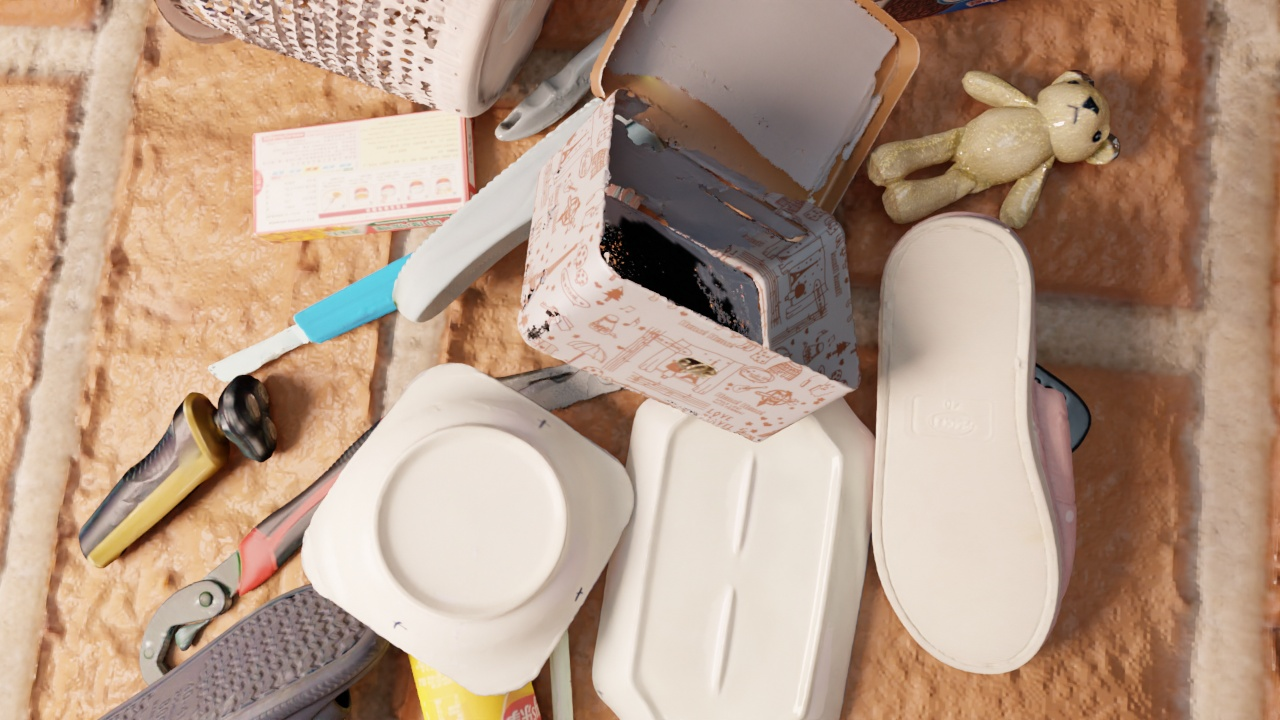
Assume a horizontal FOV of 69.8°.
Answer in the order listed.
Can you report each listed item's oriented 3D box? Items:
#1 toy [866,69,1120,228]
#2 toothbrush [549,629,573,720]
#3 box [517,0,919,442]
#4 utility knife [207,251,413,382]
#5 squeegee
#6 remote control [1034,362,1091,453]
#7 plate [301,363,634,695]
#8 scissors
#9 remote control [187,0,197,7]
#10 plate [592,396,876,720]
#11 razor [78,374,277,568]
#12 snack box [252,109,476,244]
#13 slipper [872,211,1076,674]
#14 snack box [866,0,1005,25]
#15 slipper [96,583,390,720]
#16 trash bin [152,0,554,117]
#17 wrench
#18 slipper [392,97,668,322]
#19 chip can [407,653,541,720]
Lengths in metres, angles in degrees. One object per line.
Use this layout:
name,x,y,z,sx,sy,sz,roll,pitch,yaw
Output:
toy,0.218,-0.132,0.573,0.157,0.066,0.105,-20,86,-2
toothbrush,-0.050,0.192,0.590,0.029,0.020,0.189,-8,81,37
box,0.049,-0.104,0.515,0.178,0.125,0.273,25,74,-29
utility knife,-0.204,-0.036,0.638,0.216,0.018,0.034,-25,82,2
squeegee,-0.003,-0.234,0.625,0.250,0.040,0.247,-43,57,10
remote control,0.215,0.011,0.576,0.136,0.024,0.053,36,95,11
plate,-0.099,0.094,0.539,0.164,0.034,0.163,32,74,0
scissors,-0.008,-0.009,0.613,0.205,0.015,0.196,25,88,9
remote control,-0.309,-0.330,0.690,0.056,0.019,0.135,44,90,10
plate,0.059,0.129,0.568,0.162,0.034,0.265,10,87,7
razor,-0.316,0.080,0.626,0.167,0.062,0.067,-42,111,6
snack box,-0.194,-0.129,0.645,0.156,0.027,0.077,-5,82,6
slipper,0.193,0.050,0.545,0.114,0.054,0.274,-4,97,25
snack box,0.196,-0.264,0.598,0.207,0.057,0.058,-10,84,5
slipper,-0.260,0.235,0.581,0.268,0.110,0.083,-31,119,1
trash bin,-0.158,-0.264,0.578,0.192,0.227,0.227,28,87,-3
wrench,-0.239,0.120,0.624,0.273,0.016,0.056,-44,83,0
slipper,-0.048,-0.098,0.584,0.245,0.104,0.074,-39,93,-2
chip can,-0.114,0.168,0.574,0.072,0.072,0.213,-19,81,4
